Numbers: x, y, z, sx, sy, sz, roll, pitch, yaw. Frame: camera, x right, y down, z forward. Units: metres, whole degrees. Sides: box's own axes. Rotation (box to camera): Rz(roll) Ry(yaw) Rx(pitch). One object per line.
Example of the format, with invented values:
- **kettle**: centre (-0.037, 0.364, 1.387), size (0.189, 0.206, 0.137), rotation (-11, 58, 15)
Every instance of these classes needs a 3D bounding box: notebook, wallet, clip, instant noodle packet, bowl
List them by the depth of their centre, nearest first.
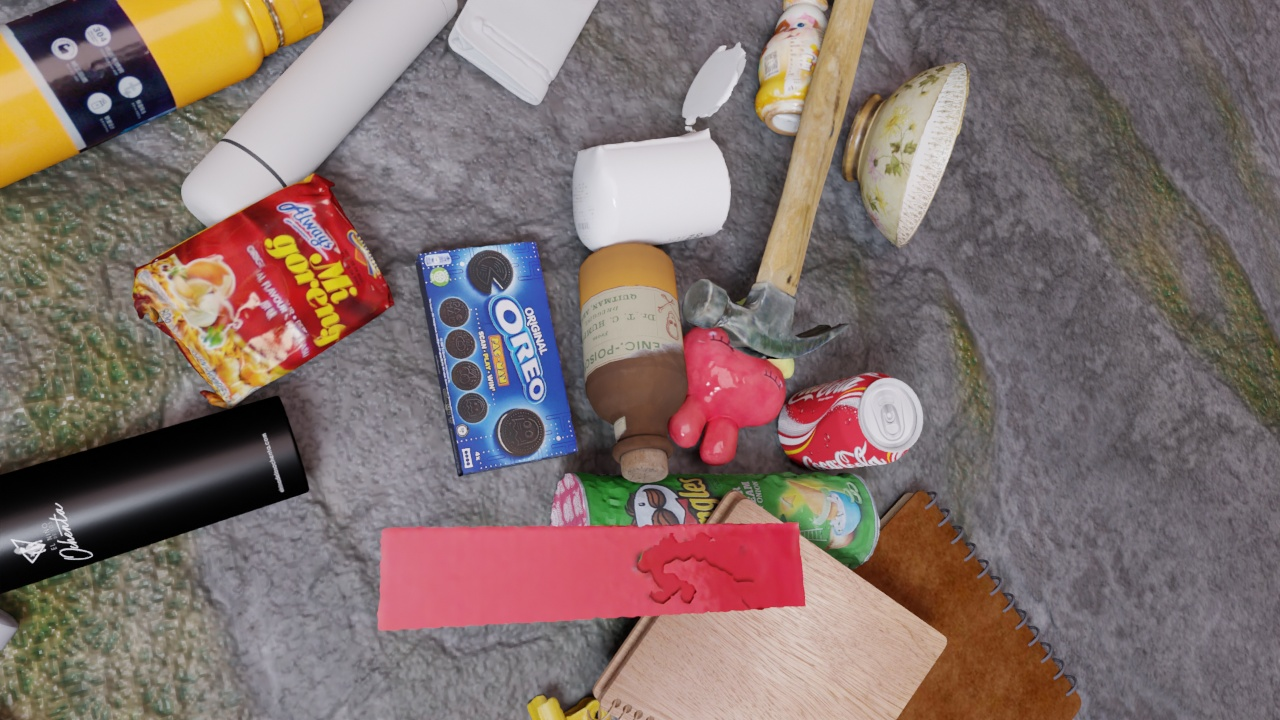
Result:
- **instant noodle packet**: centre (-0.223, -0.041, 0.553), size (0.135, 0.040, 0.099), rotation (-37, 125, -24)
- **clip**: centre (-0.042, 0.238, 0.597), size (0.050, 0.044, 0.054), rotation (-23, 87, 2)
- **notebook**: centre (0.090, 0.208, 0.613), size (0.210, 0.022, 0.169), rotation (36, 87, -23)
- **wallet**: centre (-0.085, -0.252, 0.669), size (0.086, 0.032, 0.116), rotation (37, 67, -23)
- **notebook**: centre (0.232, 0.231, 0.706), size (0.167, 0.024, 0.225), rotation (-40, 96, -21)
- **bowl**: centre (0.203, -0.168, 0.728), size (0.063, 0.145, 0.145), rotation (22, 69, 22)

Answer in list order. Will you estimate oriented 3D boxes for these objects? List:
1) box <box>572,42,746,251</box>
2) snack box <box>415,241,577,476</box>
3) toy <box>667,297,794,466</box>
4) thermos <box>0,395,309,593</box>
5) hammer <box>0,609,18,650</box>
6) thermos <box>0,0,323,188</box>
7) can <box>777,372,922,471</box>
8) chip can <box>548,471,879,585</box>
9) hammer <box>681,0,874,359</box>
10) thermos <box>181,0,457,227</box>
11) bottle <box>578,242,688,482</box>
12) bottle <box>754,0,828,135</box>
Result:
- **box**: centre (0.016, -0.154, 0.652), size (0.137, 0.083, 0.143), rotation (-10, 97, -24)
- **snack box**: centre (-0.096, -0.003, 0.619), size (0.082, 0.027, 0.150), rotation (-11, 85, -23)
- **toy**: centre (0.065, 0.013, 0.668), size (0.091, 0.045, 0.134), rotation (38, 64, -9)
- **thermos**: centre (-0.308, 0.082, 0.503), size (0.231, 0.061, 0.061), rotation (-18, 87, -23)
- **hammer**: centre (-0.259, 0.268, 0.509), size (0.323, 0.029, 0.126), rotation (34, 71, -13)
- **thermos**: centre (-0.310, -0.186, 0.543), size (0.232, 0.076, 0.091), rotation (-35, 91, -22)
- **can**: centre (0.150, 0.045, 0.663), size (0.064, 0.105, 0.064), rotation (4, 79, -21)
- **chip can**: centre (0.055, 0.113, 0.632), size (0.223, 0.076, 0.075), rotation (3, 79, -21)
- **hammer**: centre (0.129, -0.158, 0.668), size (0.132, 0.033, 0.330), rotation (24, 78, -32)
- **thermos**: centre (-0.204, -0.171, 0.593), size (0.052, 0.052, 0.223), rotation (38, 70, -11)
- **bottle**: centre (-0.004, 0.004, 0.609), size (0.067, 0.068, 0.156), rotation (5, 61, -20)
- **bottle**: centre (0.126, -0.236, 0.726), size (0.063, 0.063, 0.109), rotation (13, 78, -19)
